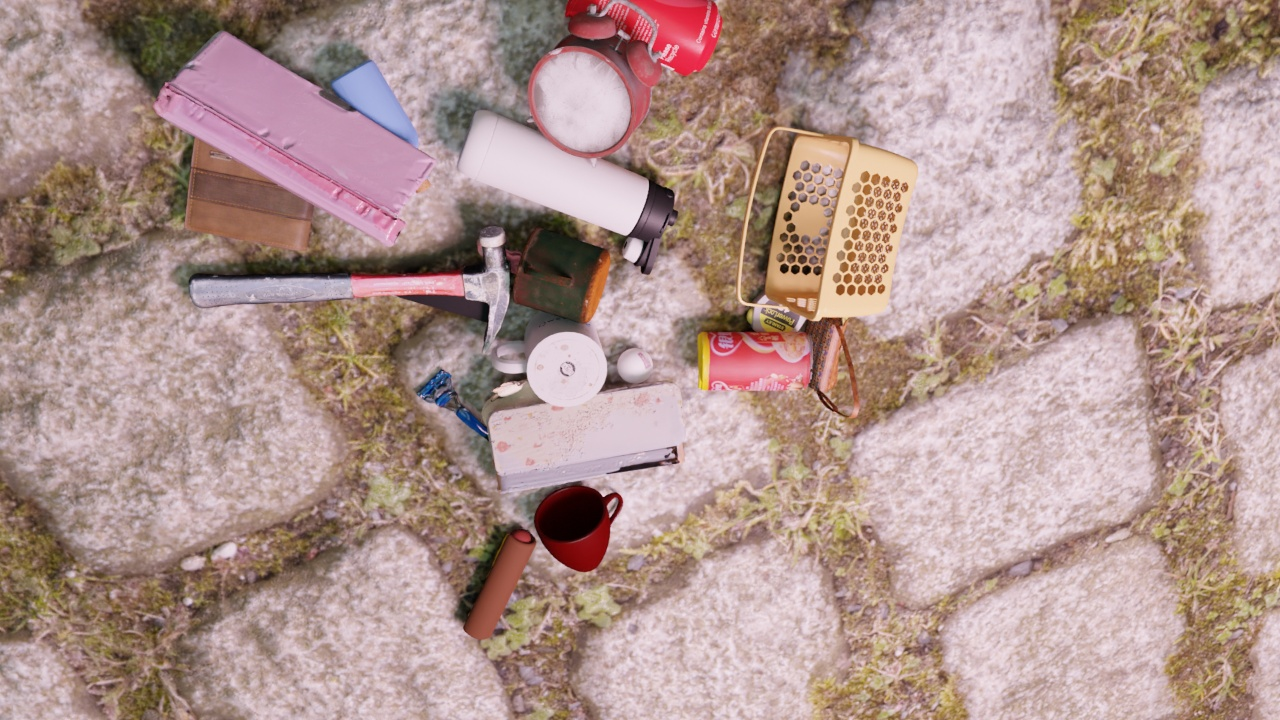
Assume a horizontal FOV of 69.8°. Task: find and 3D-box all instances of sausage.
[{"bbox_3d":[-0.172,0.272,1.118,0.040,0.040,0.156,22,106,-16],"label":"sausage"}]

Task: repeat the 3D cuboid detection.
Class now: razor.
[{"bbox_3d":[-0.189,0.070,1.047,0.044,0.018,0.141,-43,111,8],"label":"razor"}]

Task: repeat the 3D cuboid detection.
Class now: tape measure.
[{"bbox_3d":[0.159,-0.057,1.053,0.064,0.016,0.065,23,106,-16],"label":"tape measure"}]

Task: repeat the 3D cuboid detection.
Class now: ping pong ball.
[{"bbox_3d":[-0.006,0.006,1.039,0.040,0.040,0.040,-3,111,-8],"label":"ping pong ball"}]

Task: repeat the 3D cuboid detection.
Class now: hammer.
[{"bbox_3d":[-0.298,-0.070,0.959,0.326,0.036,0.141,-2,126,-4],"label":"hammer"}]

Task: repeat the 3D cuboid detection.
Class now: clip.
[{"bbox_3d":[-0.151,-0.115,0.984,0.060,0.044,0.023,16,117,-44],"label":"clip"}]

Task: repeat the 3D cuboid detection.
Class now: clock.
[{"bbox_3d":[-0.037,-0.270,0.871,0.110,0.061,0.157,34,132,-5],"label":"clock"}]

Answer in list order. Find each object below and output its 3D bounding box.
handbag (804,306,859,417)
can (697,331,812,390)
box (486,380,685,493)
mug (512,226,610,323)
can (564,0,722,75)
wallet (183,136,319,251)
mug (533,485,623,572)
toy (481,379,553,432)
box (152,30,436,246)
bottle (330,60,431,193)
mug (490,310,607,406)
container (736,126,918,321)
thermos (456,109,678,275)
[{"bbox_3d":[0.216,0.010,0.992,0.043,0.195,0.094,7,112,-6],"label":"handbag"},{"bbox_3d":[0.127,0.001,1.034,0.124,0.066,0.067,0,111,2],"label":"can"},{"bbox_3d":[-0.061,0.087,1.036,0.217,0.115,0.095,-8,79,-10],"label":"box"},{"bbox_3d":[-0.082,-0.086,0.943,0.081,0.111,0.085,18,98,3],"label":"mug"},{"bbox_3d":[0.004,-0.336,0.890,0.142,0.074,0.074,19,107,-15],"label":"can"},{"bbox_3d":[-0.390,-0.167,0.922,0.121,0.027,0.099,11,104,-11],"label":"wallet"},{"bbox_3d":[-0.063,0.202,1.094,0.113,0.087,0.088,-35,134,-24],"label":"mug"},{"bbox_3d":[-0.136,0.051,1.029,0.087,0.050,0.112,-21,130,-1],"label":"toy"},{"bbox_3d":[-0.314,-0.210,0.865,0.232,0.099,0.107,30,86,-9],"label":"box"},{"bbox_3d":[-0.249,-0.226,0.908,0.048,0.048,0.131,-28,112,2],"label":"bottle"},{"bbox_3d":[-0.101,-0.007,0.989,0.119,0.096,0.083,-2,111,-8],"label":"mug"},{"bbox_3d":[0.181,-0.142,0.959,0.166,0.129,0.183,3,106,-22],"label":"container"},{"bbox_3d":[-0.076,-0.171,0.950,0.229,0.068,0.101,19,120,-16],"label":"thermos"}]
